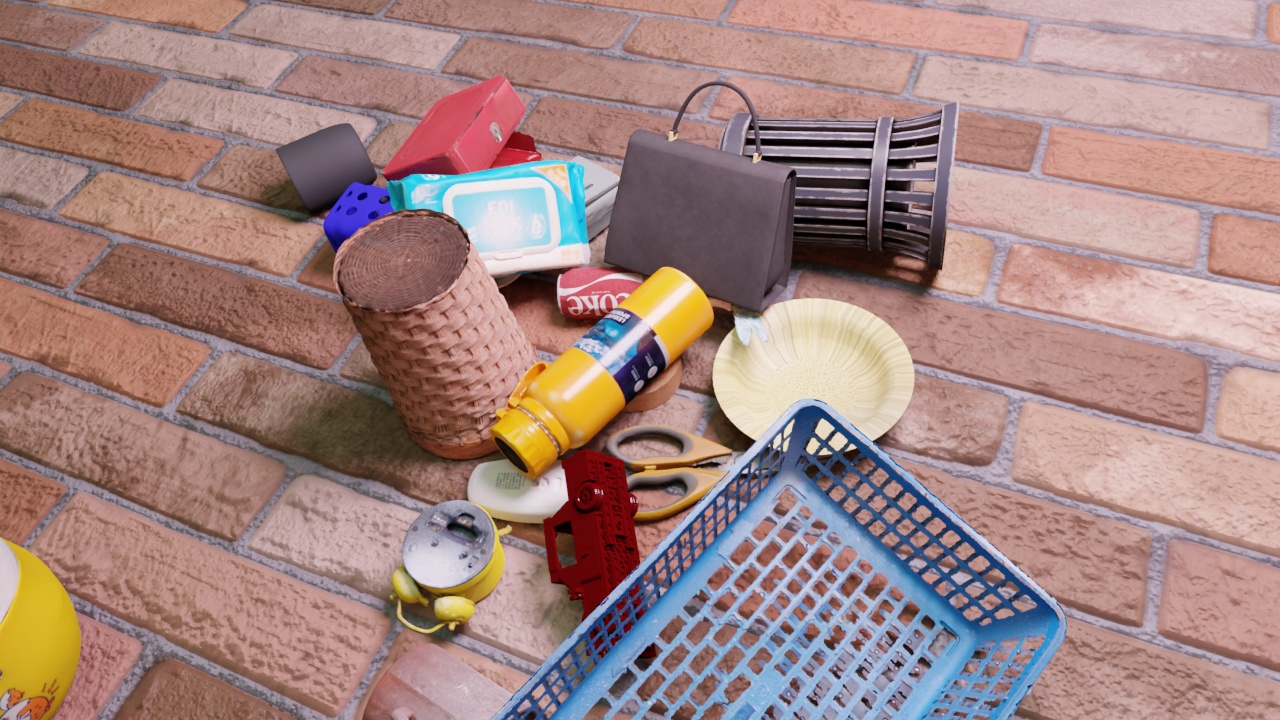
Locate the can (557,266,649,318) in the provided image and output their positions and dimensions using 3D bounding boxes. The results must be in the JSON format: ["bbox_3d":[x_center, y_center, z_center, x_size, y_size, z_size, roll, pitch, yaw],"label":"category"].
[{"bbox_3d":[-0.036,-0.072,0.966,0.096,0.054,0.053,-2,53,7],"label":"can"}]

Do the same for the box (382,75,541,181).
[{"bbox_3d":[-0.216,-0.249,1.087,0.137,0.127,0.157,7,55,20],"label":"box"}]

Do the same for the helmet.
[{"bbox_3d":[-0.569,0.261,0.750,0.209,0.140,0.239,37,79,30],"label":"helmet"}]

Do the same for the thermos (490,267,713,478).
[{"bbox_3d":[-0.039,0.011,0.860,0.232,0.076,0.091,-43,22,-21],"label":"thermos"}]

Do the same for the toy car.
[{"bbox_3d":[-0.036,0.165,0.768,0.062,0.070,0.169,-25,62,28],"label":"toy car"}]

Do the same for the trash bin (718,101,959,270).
[{"bbox_3d":[0.202,-0.184,0.951,0.228,0.164,0.163,6,54,17],"label":"trash bin"}]

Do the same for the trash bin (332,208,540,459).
[{"bbox_3d":[-0.181,-0.025,0.856,0.151,0.210,0.151,-4,53,5],"label":"trash bin"}]

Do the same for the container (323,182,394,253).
[{"bbox_3d":[-0.282,-0.144,1.041,0.114,0.085,0.084,11,55,18],"label":"container"}]

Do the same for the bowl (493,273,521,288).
[{"bbox_3d":[-0.179,-0.133,1.006,0.115,0.115,0.062,-35,13,-17],"label":"bowl"}]

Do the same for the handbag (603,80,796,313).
[{"bbox_3d":[0.064,-0.171,0.888,0.176,0.196,0.072,20,34,23],"label":"handbag"}]

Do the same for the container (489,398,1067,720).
[{"bbox_3d":[0.097,0.234,0.661,0.257,0.089,0.361,42,68,13],"label":"container"}]

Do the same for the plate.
[{"bbox_3d":[0.163,0.022,0.874,0.184,0.036,0.184,-5,51,6],"label":"plate"}]

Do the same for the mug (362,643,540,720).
[{"bbox_3d":[-0.148,0.273,0.683,0.110,0.123,0.096,18,72,24],"label":"mug"}]

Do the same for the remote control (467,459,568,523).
[{"bbox_3d":[-0.103,0.120,0.848,0.114,0.028,0.060,-1,53,8],"label":"remote control"}]

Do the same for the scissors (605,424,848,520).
[{"bbox_3d":[0.078,0.105,0.840,0.229,0.016,0.113,0,54,7],"label":"scissors"}]

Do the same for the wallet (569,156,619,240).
[{"bbox_3d":[-0.084,-0.178,1.060,0.100,0.054,0.131,35,60,28],"label":"wallet"}]

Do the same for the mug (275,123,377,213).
[{"bbox_3d":[-0.389,-0.243,1.142,0.094,0.085,0.121,-27,25,-13],"label":"mug"}]

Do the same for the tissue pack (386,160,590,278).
[{"bbox_3d":[-0.147,-0.142,0.951,0.209,0.117,0.066,-11,7,-22],"label":"tissue pack"}]

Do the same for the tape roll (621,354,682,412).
[{"bbox_3d":[-0.005,0.005,0.920,0.094,0.027,0.093,-4,53,6],"label":"tape roll"}]

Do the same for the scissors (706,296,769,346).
[{"bbox_3d":[0.086,-0.052,0.919,0.101,0.016,0.178,-7,31,7],"label":"scissors"}]

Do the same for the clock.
[{"bbox_3d":[-0.167,0.179,0.795,0.083,0.057,0.118,20,58,21],"label":"clock"}]
